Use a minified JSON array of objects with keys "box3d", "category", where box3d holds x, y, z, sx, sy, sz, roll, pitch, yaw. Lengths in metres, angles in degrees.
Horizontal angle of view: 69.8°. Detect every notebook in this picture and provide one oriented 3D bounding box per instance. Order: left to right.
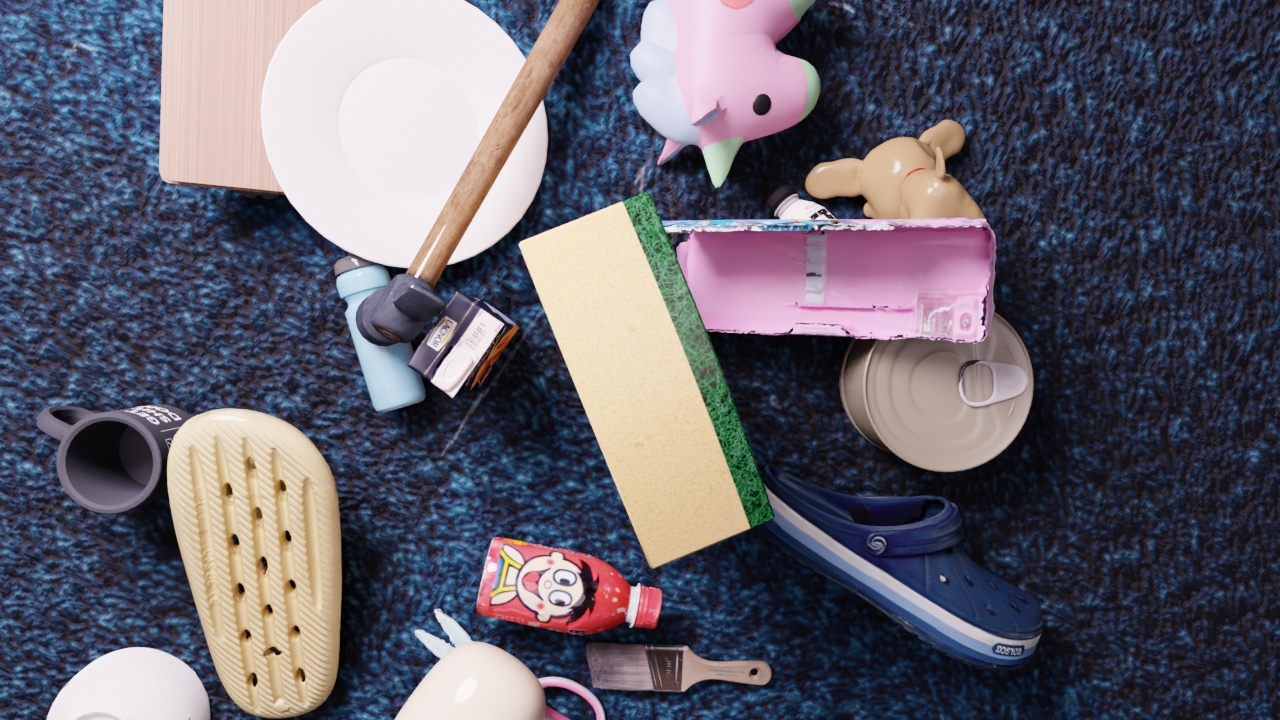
[{"box3d":[-0.255,-0.228,0.672,0.169,0.022,0.210,2,92,-26],"category":"notebook"}]

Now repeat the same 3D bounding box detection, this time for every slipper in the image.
[{"box3d":[-0.274,0.147,0.689,0.111,0.079,0.262,-1,111,-6],"category":"slipper"},{"box3d":[0.201,0.143,0.695,0.253,0.105,0.095,28,97,-1],"category":"slipper"}]

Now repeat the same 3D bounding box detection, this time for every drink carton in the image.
[{"box3d":[-0.124,-0.012,0.661,0.040,0.130,0.064,34,89,-3],"category":"drink carton"}]

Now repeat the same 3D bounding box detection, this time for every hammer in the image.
[{"box3d":[-0.103,-0.156,0.661,0.040,0.129,0.321,32,72,-22],"category":"hammer"}]

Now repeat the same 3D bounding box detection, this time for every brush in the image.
[{"box3d":[-0.004,0.004,0.607,0.075,0.250,0.195,-22,97,-2],"category":"brush"},{"box3d":[0.031,0.247,0.737,0.151,0.012,0.039,3,92,-4],"category":"brush"}]

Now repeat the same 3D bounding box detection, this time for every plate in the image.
[{"box3d":[-0.172,-0.174,0.688,0.208,0.015,0.208,-2,94,-22],"category":"plate"}]

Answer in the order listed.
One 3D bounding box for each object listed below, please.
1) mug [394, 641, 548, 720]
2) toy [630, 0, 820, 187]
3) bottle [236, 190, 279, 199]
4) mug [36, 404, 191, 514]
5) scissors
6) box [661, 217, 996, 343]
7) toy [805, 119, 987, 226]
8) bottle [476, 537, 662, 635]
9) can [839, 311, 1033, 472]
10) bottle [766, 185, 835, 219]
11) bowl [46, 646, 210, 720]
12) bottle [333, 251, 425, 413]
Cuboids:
[{"box3d":[-0.112,0.269,0.675,0.120,0.096,0.099,34,78,4],"category":"mug"},{"box3d":[0.051,-0.255,0.678,0.171,0.120,0.222,-33,94,-11],"category":"toy"},{"box3d":[-0.287,-0.179,0.693,0.036,0.036,0.110,2,92,-3],"category":"bottle"},{"box3d":[-0.387,0.062,0.675,0.105,0.077,0.071,28,90,-4],"category":"mug"},{"box3d":[-0.121,0.274,0.729,0.179,0.016,0.105,34,90,-4],"category":"scissors"},{"box3d":[0.118,-0.055,0.635,0.231,0.105,0.086,4,100,28],"category":"box"},{"box3d":[0.208,-0.124,0.692,0.134,0.108,0.106,-20,120,-2],"category":"toy"},{"box3d":[-0.053,0.178,0.705,0.137,0.062,0.062,12,91,-3],"category":"bottle"},{"box3d":[0.224,0.018,0.708,0.128,0.073,0.128,0,92,-3],"category":"can"},{"box3d":[0.142,-0.088,0.709,0.041,0.041,0.116,-39,76,-1],"category":"bottle"},{"box3d":[-0.393,0.281,0.690,0.113,0.063,0.113,0,91,-3],"category":"bowl"},{"box3d":[-0.201,-0.026,0.701,0.040,0.040,0.130,-16,93,-3],"category":"bottle"}]
